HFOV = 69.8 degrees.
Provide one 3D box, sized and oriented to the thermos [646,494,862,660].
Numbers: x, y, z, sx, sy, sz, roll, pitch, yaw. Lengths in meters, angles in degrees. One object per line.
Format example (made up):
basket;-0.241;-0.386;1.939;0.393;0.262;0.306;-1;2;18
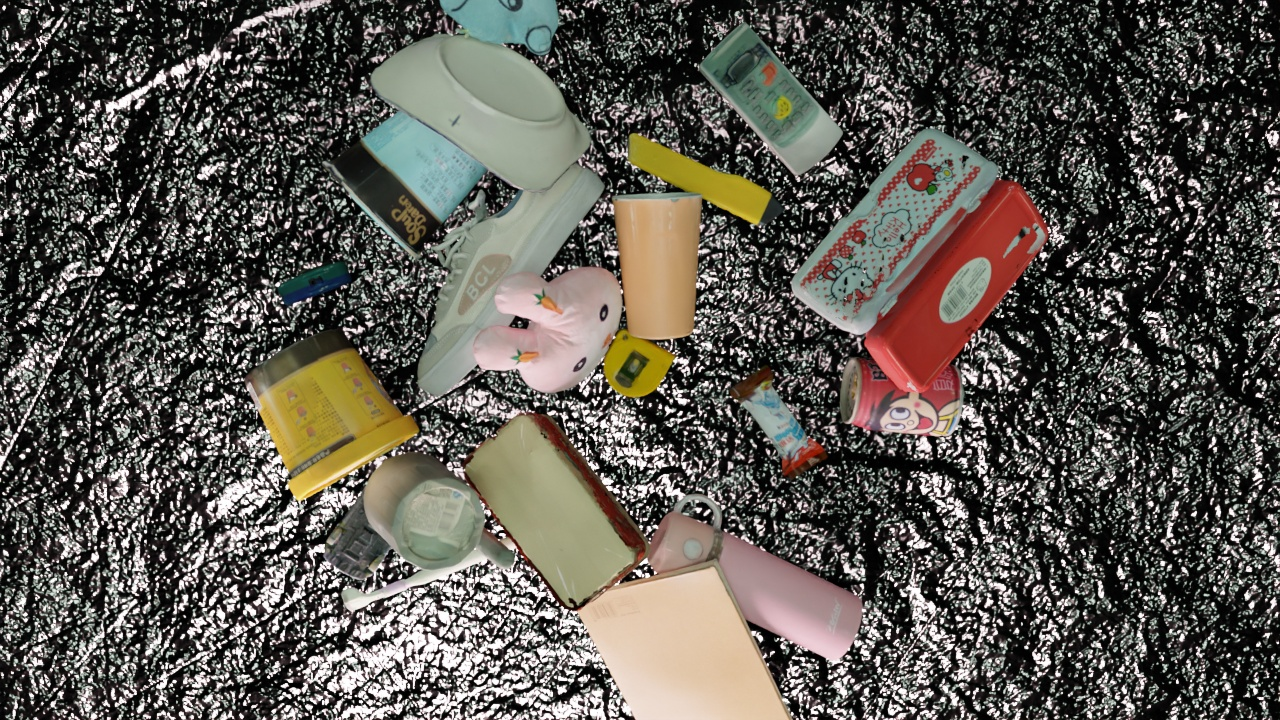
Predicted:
thermos;0.108;0.198;0.856;0.198;0.067;0.087;27;70;-3

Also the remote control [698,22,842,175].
remote control;0.115;-0.228;0.807;0.056;0.019;0.135;-43;97;5

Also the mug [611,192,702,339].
mug;0.016;-0.084;0.805;0.078;0.078;0.123;-2;104;0

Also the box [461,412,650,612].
box;-0.075;0.130;0.810;0.091;0.077;0.168;-40;80;6

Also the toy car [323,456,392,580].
toy car;-0.245;0.146;0.857;0.054;0.037;0.120;34;87;-7

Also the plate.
plate;-0.116;-0.214;0.740;0.164;0.163;0.034;34;126;-6

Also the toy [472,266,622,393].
toy;-0.073;-0.027;0.776;0.054;0.159;0.121;34;108;30

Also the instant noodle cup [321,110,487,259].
instant noodle cup;-0.185;-0.166;0.779;0.120;0.111;0.111;-44;97;-3

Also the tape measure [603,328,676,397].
tape measure;-0.005;0.005;0.839;0.060;0.029;0.057;29;98;-4

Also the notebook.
notebook;0.042;0.288;0.855;0.150;0.012;0.211;-19;108;21

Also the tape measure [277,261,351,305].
tape measure;-0.286;-0.071;0.812;0.058;0.054;0.025;-13;103;34

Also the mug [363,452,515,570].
mug;-0.173;0.140;0.805;0.124;0.103;0.083;35;79;-26

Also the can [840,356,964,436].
can;0.233;0.032;0.825;0.094;0.066;0.066;6;99;-1

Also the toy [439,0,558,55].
toy;-0.121;-0.330;0.758;0.161;0.050;0.156;40;69;-11

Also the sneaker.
sneaker;-0.136;-0.082;0.792;0.090;0.089;0.242;35;95;-13

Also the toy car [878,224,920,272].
toy car;0.232;-0.074;0.827;0.048;0.032;0.105;17;87;-9

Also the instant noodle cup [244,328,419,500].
instant noodle cup;-0.275;0.044;0.803;0.118;0.118;0.114;-31;91;4

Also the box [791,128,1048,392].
box;0.245;-0.089;0.786;0.160;0.065;0.201;42;81;-2

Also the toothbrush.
toothbrush;-0.192;0.197;0.873;0.189;0.020;0.029;-20;129;2

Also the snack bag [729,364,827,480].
snack bag;0.127;0.058;0.849;0.048;0.026;0.104;-33;98;-8

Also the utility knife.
utility knife;0.057;-0.162;0.820;0.154;0.015;0.033;25;92;-3
